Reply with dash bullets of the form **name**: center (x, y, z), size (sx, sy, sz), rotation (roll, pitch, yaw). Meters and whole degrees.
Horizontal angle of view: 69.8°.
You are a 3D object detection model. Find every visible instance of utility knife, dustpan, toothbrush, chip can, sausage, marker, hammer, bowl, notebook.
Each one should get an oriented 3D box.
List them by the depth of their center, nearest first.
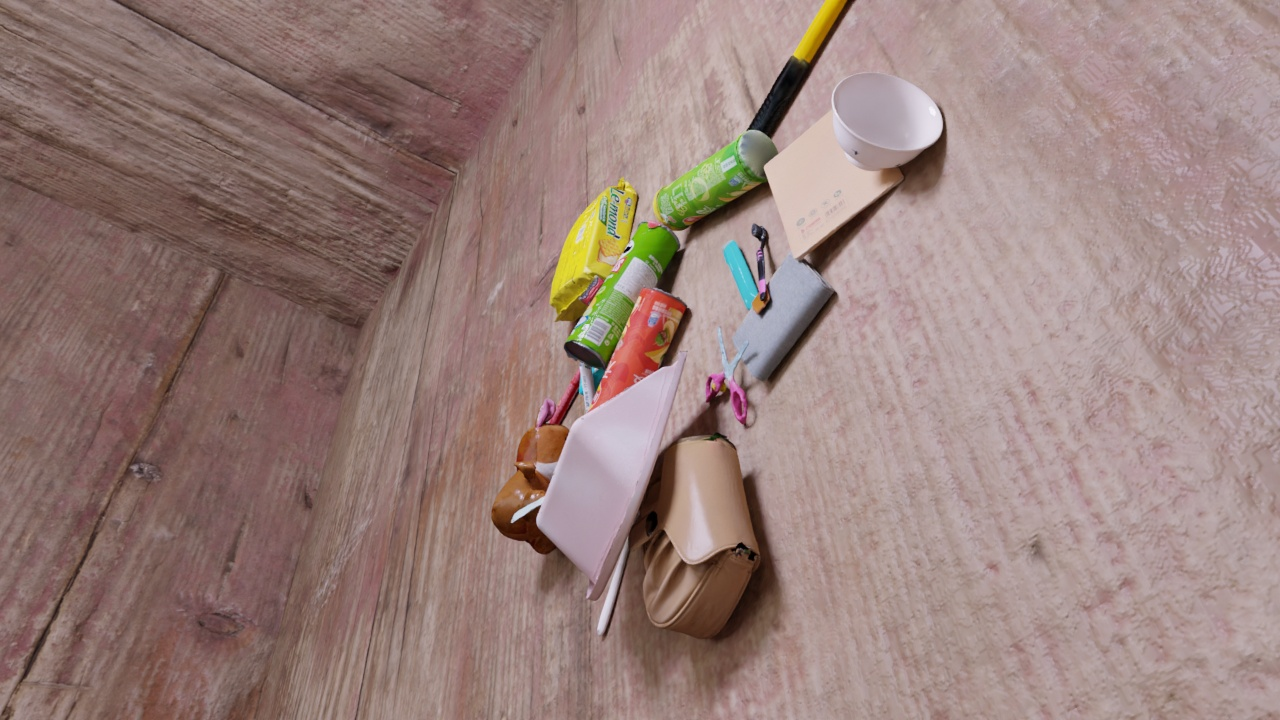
- **bowl**: center (0.249, -0.240, 0.969), size (0.065, 0.118, 0.118), rotation (106, 173, -55)
- **dustpan**: center (-0.004, 0.145, 1.045), size (0.139, 0.272, 0.223), rotation (37, 127, 23)
- **notebook**: center (0.219, -0.221, 1.076), size (0.148, 0.008, 0.207), rotation (-38, 34, 25)
- **toothbrush**: center (0.144, -0.122, 1.112), size (0.014, 0.018, 0.188), rotation (-54, 15, 31)
- **toothbrush**: center (-0.027, 0.252, 1.141), size (0.016, 0.016, 0.179), rotation (-18, 51, 61)
- **utility knife**: center (0.130, -0.104, 1.169), size (0.029, 0.013, 0.175), rotation (-53, 30, 29)
- **utility knife**: center (-0.079, 0.157, 1.216), size (0.218, 0.018, 0.034), rotation (-31, 28, 4)
- **hammer**: center (0.218, -0.410, 1.258), size (0.301, 0.033, 0.128), rotation (-59, 25, 12)
- **chip can**: center (-0.008, 0.007, 1.271), size (0.216, 0.073, 0.073), rotation (-65, 24, -5)
- **chip can**: center (0.104, -0.249, 1.286), size (0.222, 0.072, 0.072), rotation (-21, 49, 57)
- **chip can**: center (-0.025, -0.096, 1.334), size (0.072, 0.072, 0.235), rotation (-16, 39, 59)
- **marker**: center (-0.071, 0.063, 1.335), size (0.023, 0.018, 0.130), rotation (-6, 92, 28)
- **sausage**: center (-0.111, 0.047, 1.500), size (0.156, 0.020, 0.020), rotation (-60, 25, 10)

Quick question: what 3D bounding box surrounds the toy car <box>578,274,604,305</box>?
- **toy car**: center (-0.070, -0.108, 1.460), size (0.049, 0.031, 0.106), rotation (-52, 1, 3)

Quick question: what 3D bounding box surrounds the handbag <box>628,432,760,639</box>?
- **handbag**: center (0.051, 0.177, 0.954), size (0.148, 0.099, 0.204), rotation (-56, 24, 31)

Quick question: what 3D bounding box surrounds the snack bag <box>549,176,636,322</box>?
- **snack bag**: center (-0.085, -0.197, 1.622), size (0.158, 0.068, 0.245), rotation (-31, 39, 50)

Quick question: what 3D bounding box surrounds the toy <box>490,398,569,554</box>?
- **toy**: center (-0.137, 0.167, 1.323), size (0.140, 0.130, 0.199), rotation (90, -174, -46)

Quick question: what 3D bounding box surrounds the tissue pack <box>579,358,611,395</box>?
- **tissue pack**: center (-0.049, -0.007, 1.388), size (0.093, 0.050, 0.133), rotation (-45, 31, 39)

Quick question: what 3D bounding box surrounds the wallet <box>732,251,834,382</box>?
- **wallet**: center (0.154, -0.054, 1.045), size (0.130, 0.037, 0.106), rotation (-56, 27, 18)

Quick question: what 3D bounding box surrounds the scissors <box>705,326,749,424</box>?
- **scissors**: center (0.102, 0.020, 1.071), size (0.134, 0.017, 0.133), rotation (117, 149, -52)
